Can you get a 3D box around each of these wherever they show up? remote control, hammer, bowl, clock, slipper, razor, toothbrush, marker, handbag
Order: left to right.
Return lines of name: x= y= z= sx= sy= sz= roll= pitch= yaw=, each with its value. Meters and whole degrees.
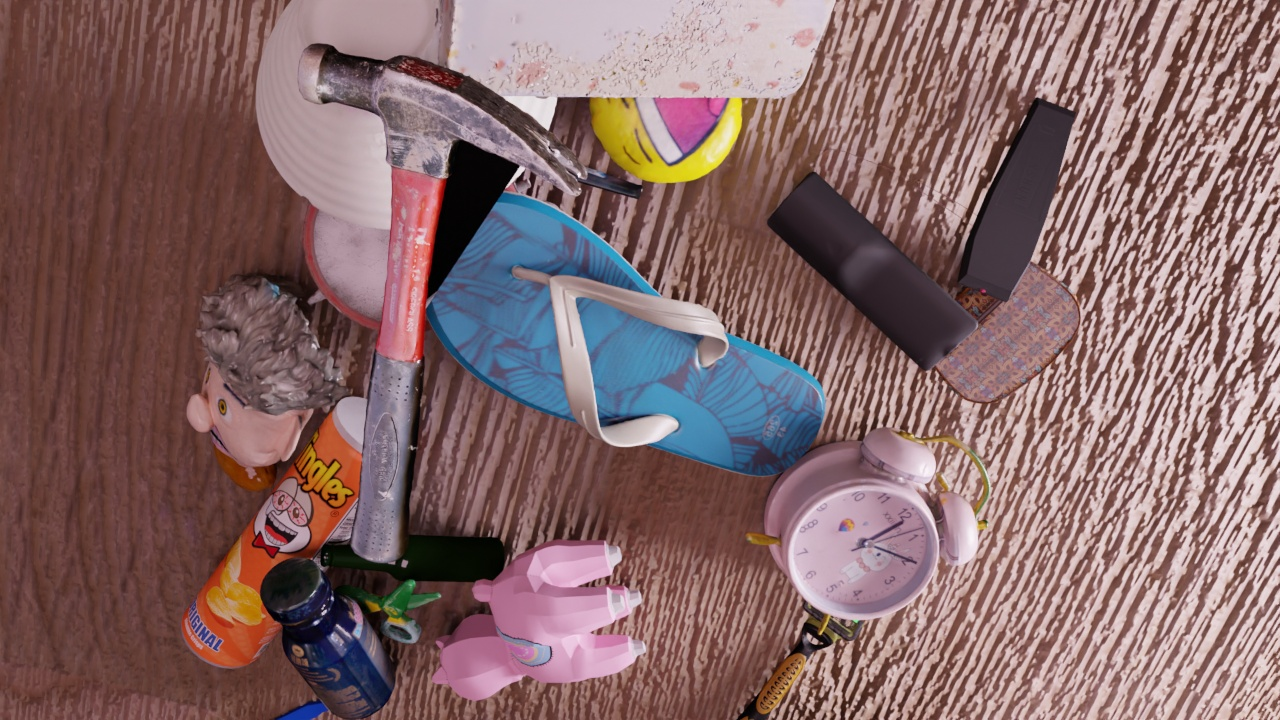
toothbrush: x=-0.281 y=0.286 z=0.729 sx=0.187 sy=0.011 sz=0.016 roll=-24 pitch=106 yaw=13
bowl: x=-0.136 y=-0.167 z=0.498 sx=0.177 sy=0.071 sz=0.177 roll=-1 pitch=78 yaw=2
hammer: x=-0.127 y=-0.003 z=0.522 sx=0.140 sy=0.036 sz=0.327 roll=15 pitch=123 yaw=-3
clock: x=-0.126 y=-0.077 z=0.574 sx=0.157 sy=0.062 sz=0.110 roll=1 pitch=108 yaw=-4
marker: x=-0.059 y=-0.122 z=0.578 sx=0.123 sy=0.018 sz=0.015 roll=16 pitch=113 yaw=-4
slipper: x=-0.003 y=0.003 z=0.564 sx=0.294 sy=0.060 sz=0.118 roll=26 pitch=106 yaw=-21
razor: x=0.108 y=0.237 z=0.688 sx=0.044 sy=0.021 sz=0.144 roll=35 pitch=106 yaw=10
remote control: x=0.143 y=-0.054 z=0.571 sx=0.140 sy=0.021 sz=0.046 roll=43 pitch=121 yaw=3
clock: x=0.161 y=0.109 z=0.624 sx=0.158 sy=0.058 sz=0.117 roll=-34 pitch=104 yaw=12
handbag: x=0.183 y=-0.062 z=0.587 sx=0.196 sy=0.043 sz=0.094 roll=42 pitch=109 yaw=-2
remote control: x=0.230 y=-0.099 z=0.555 sx=0.039 sy=0.010 sz=0.124 roll=22 pitch=87 yaw=3

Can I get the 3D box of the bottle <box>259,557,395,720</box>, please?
bottle: x=-0.216 y=0.195 z=0.639 sx=0.056 sy=0.056 sz=0.161 roll=-3 pitch=136 yaw=3

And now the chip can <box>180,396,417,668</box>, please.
chip can: x=-0.241 y=0.123 z=0.643 sx=0.062 sy=0.062 sz=0.211 roll=37 pitch=106 yaw=-9

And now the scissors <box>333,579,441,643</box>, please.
scissors: x=-0.166 y=0.179 z=0.651 sx=0.132 sy=0.013 sz=0.078 roll=-22 pitch=123 yaw=44

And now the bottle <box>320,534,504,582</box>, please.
bottle: x=-0.157 y=0.137 z=0.636 sx=0.122 sy=0.033 sz=0.033 roll=8 pitch=110 yaw=-26

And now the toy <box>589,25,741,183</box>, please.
toy: x=0.016 y=-0.154 z=0.553 sx=0.094 sy=0.041 sz=0.095 roll=-22 pitch=105 yaw=4

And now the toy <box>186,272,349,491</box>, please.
toy: x=-0.254 y=0.020 z=0.595 sx=0.076 sy=0.132 sz=0.176 roll=-7 pitch=135 yaw=-39

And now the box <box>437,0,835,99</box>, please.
box: x=-0.003 y=-0.209 z=0.486 sx=0.216 sy=0.095 sz=0.121 roll=-7 pitch=74 yaw=-25

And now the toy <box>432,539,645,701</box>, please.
toy: x=-0.079 y=0.188 z=0.647 sx=0.157 sy=0.067 sz=0.123 roll=-14 pitch=133 yaw=8
